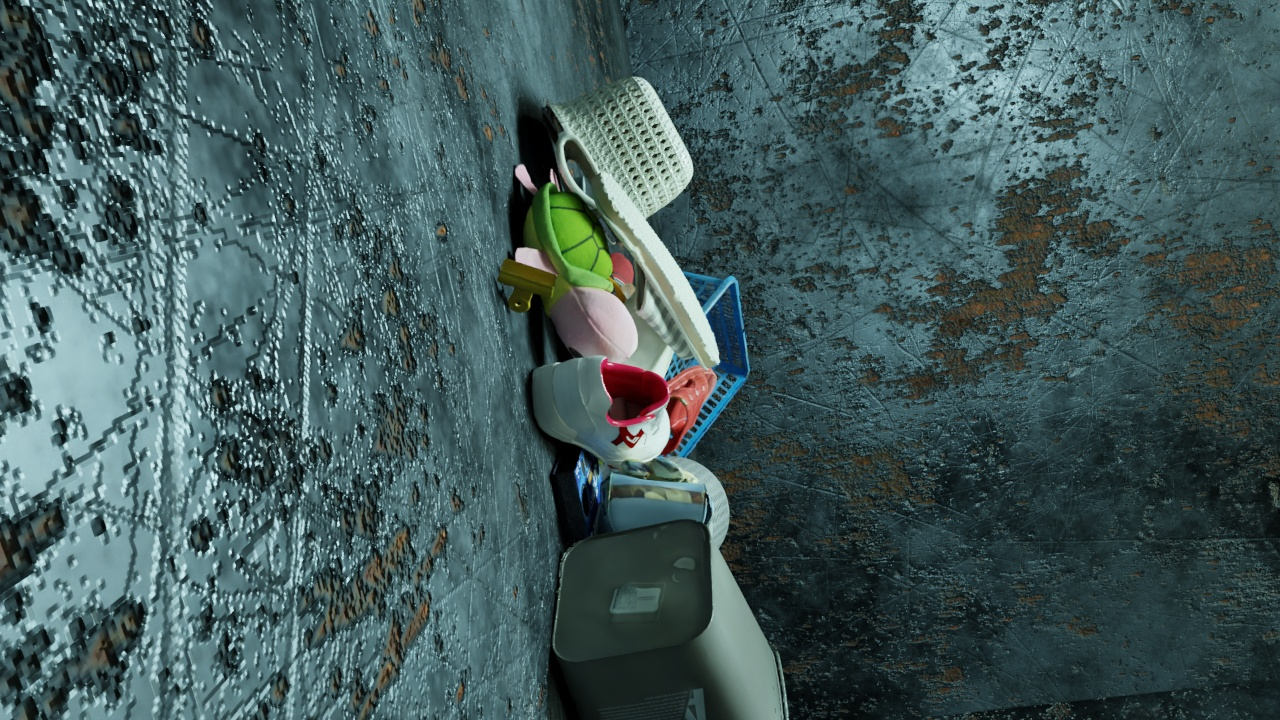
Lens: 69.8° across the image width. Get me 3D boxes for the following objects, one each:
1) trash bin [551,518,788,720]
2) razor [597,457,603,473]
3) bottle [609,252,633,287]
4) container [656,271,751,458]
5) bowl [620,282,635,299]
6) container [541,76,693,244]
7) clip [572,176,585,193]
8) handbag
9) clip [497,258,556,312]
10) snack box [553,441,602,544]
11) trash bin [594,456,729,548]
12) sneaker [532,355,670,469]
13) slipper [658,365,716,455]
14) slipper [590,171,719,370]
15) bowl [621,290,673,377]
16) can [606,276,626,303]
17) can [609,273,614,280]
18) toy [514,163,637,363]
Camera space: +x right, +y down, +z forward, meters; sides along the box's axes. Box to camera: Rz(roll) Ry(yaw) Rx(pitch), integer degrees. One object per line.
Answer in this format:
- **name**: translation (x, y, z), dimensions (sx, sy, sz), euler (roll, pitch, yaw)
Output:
- **trash bin**: translation (0.026, 0.293, 0.900), dimensions (0.197, 0.197, 0.220), euler (-87, 161, -55)
- **razor**: translation (-0.053, 0.139, 1.127), dimensions (0.105, 0.026, 0.042), euler (-81, 163, -58)
- **bottle**: translation (-0.043, -0.124, 1.397), dimensions (0.176, 0.062, 0.062), euler (-84, 163, -67)
- **container**: translation (0.051, 0.026, 1.409), dimensions (0.256, 0.089, 0.362), euler (-51, 158, -13)
- **bowl**: translation (-0.030, -0.053, 1.279), dimensions (0.114, 0.026, 0.102), euler (-50, 161, -34)
- **container**: translation (-0.032, -0.249, 1.136), dimensions (0.185, 0.143, 0.251), euler (59, 0, -8)
- **clip**: translation (-0.073, -0.166, 1.345), dimensions (0.164, 0.031, 0.172), euler (56, 26, -72)
- **handbag**: translation (0.012, 0.182, 0.998), dimensions (0.118, 0.122, 0.192), euler (-87, -179, -46)
- **clip**: translation (-0.107, -0.068, 0.843), dimensions (0.046, 0.054, 0.048), euler (141, -36, -74)
- **snack box**: translation (-0.065, 0.129, 0.993), dimensions (0.150, 0.027, 0.082), euler (-77, 157, -73)
- **trash bin**: translation (0.029, 0.204, 1.167), dimensions (0.183, 0.156, 0.156), euler (21, 60, -80)
- **sneaker**: translation (-0.008, 0.051, 0.967), dimensions (0.236, 0.104, 0.090), euler (33, 46, -55)
- **slipper**: translation (0.037, 0.083, 1.260), dimensions (0.248, 0.059, 0.104), euler (-29, 145, -46)
- **slipper**: translation (0.013, -0.094, 1.032), dimensions (0.273, 0.054, 0.114), euler (56, 21, -33)
- **bowl**: translation (-0.007, 0.007, 1.123), dimensions (0.218, 0.060, 0.189), euler (-50, 160, -48)
- **can**: translation (-0.051, -0.057, 1.145), dimensions (0.142, 0.079, 0.079), euler (54, 27, -76)
- **can**: translation (-0.069, -0.115, 1.185), dimensions (0.138, 0.054, 0.054), euler (55, 27, -76)
- **toy**: translation (-0.074, -0.103, 0.970), dimensions (0.190, 0.088, 0.238), euler (32, 37, -70)
